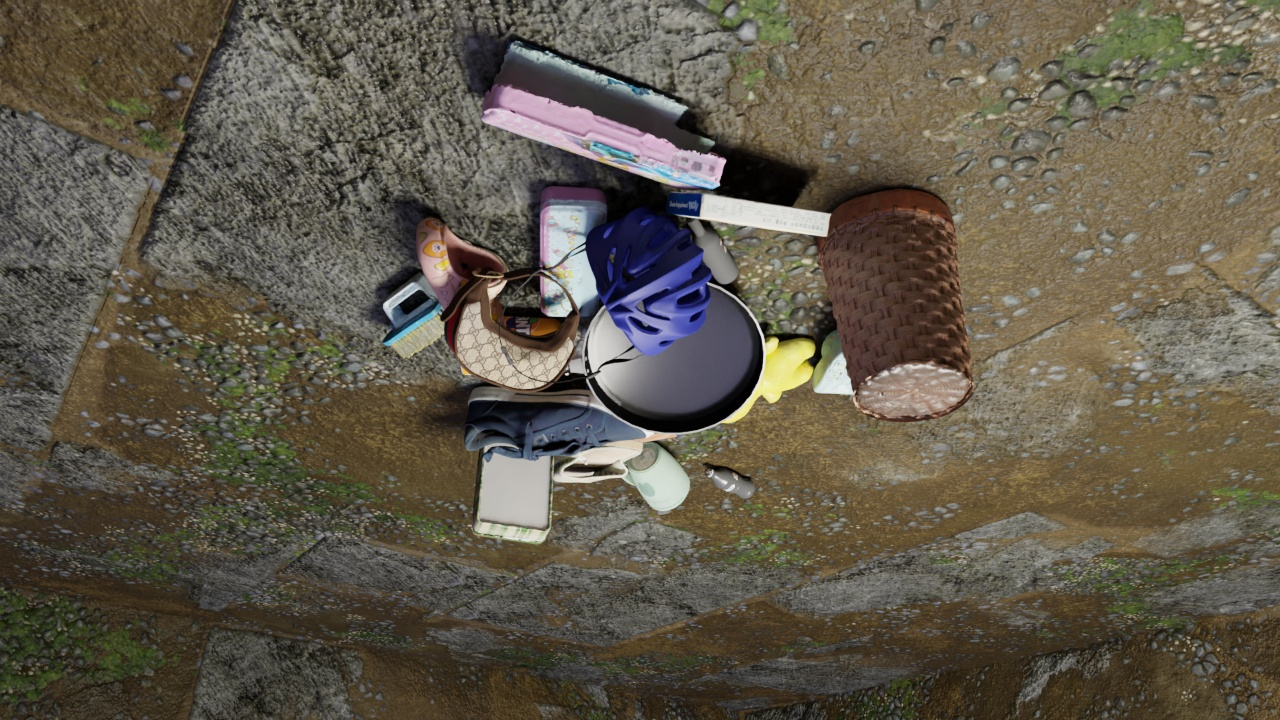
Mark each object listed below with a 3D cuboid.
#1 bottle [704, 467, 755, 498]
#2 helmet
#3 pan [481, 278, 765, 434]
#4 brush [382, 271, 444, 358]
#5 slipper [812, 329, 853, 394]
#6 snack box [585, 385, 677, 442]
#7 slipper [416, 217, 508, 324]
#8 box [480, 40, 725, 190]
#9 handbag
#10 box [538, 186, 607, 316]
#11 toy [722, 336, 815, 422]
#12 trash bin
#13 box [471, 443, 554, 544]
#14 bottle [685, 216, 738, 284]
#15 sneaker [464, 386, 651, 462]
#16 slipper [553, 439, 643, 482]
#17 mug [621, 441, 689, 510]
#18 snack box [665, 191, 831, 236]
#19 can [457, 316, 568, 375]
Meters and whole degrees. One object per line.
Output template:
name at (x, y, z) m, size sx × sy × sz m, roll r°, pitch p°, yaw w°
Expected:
bottle at (0.155, 0.211, 1.604) m, size 0.109 × 0.036 × 0.036 m, roll 27°, pitch 141°, yaw -36°
helmet at (-0.034, -0.065, 0.977) m, size 0.228 × 0.148 × 0.241 m, roll -26°, pitch -173°, yaw 14°
pan at (-0.024, -0.002, 1.146) m, size 0.356 × 0.034 × 0.226 m, roll -5°, pitch 121°, yaw 4°
brush at (-0.292, -0.055, 1.166) m, size 0.136 × 0.055 × 0.075 m, roll -27°, pitch 117°, yaw 39°
slipper at (0.284, -0.007, 1.203) m, size 0.104 × 0.074 × 0.246 m, roll 3°, pitch 165°, yaw -4°
snack box at (-0.012, 0.077, 1.390) m, size 0.087 × 0.034 × 0.151 m, roll -12°, pitch 146°, yaw 22°
slipper at (-0.194, -0.092, 1.070) m, size 0.081 × 0.093 × 0.197 m, roll -15°, pitch 146°, yaw 6°
box at (-0.030, -0.230, 0.873) m, size 0.230 × 0.077 × 0.085 m, roll 14°, pitch -176°, yaw -21°
handbag at (-0.146, -0.042, 1.052) m, size 0.166 × 0.063 × 0.138 m, roll 24°, pitch 100°, yaw -36°
box at (-0.080, -0.118, 1.064) m, size 0.076 × 0.036 × 0.215 m, roll 3°, pitch 149°, yaw -4°
toy at (0.135, 0.019, 1.236) m, size 0.207 × 0.092 × 0.134 m, roll -8°, pitch 130°, yaw 0°
trash bin at (0.272, -0.056, 0.983) m, size 0.151 × 0.209 × 0.151 m, roll 1°, pitch 149°, yaw 1°
box at (-0.192, 0.173, 1.396) m, size 0.117 × 0.205 × 0.050 m, roll 9°, pitch 141°, yaw -16°
bottle at (0.078, -0.130, 1.042) m, size 0.030 × 0.030 × 0.113 m, roll -12°, pitch 146°, yaw 22°
sneaker at (-0.128, 0.109, 1.317) m, size 0.295 × 0.127 × 0.121 m, roll 1°, pitch 152°, yaw 20°
slipper at (-0.076, 0.165, 1.477) m, size 0.114 × 0.054 × 0.273 m, roll 3°, pitch 163°, yaw -25°
mug at (0.013, 0.189, 1.536) m, size 0.111 × 0.084 × 0.104 m, roll -1°, pitch 143°, yaw 32°
snack box at (0.111, -0.152, 0.945) m, size 0.150 × 0.026 × 0.082 m, roll 4°, pitch -170°, yaw -23°
can at (-0.163, -0.018, 1.194) m, size 0.142 × 0.079 × 0.079 m, roll 3°, pitch 149°, yaw -2°
